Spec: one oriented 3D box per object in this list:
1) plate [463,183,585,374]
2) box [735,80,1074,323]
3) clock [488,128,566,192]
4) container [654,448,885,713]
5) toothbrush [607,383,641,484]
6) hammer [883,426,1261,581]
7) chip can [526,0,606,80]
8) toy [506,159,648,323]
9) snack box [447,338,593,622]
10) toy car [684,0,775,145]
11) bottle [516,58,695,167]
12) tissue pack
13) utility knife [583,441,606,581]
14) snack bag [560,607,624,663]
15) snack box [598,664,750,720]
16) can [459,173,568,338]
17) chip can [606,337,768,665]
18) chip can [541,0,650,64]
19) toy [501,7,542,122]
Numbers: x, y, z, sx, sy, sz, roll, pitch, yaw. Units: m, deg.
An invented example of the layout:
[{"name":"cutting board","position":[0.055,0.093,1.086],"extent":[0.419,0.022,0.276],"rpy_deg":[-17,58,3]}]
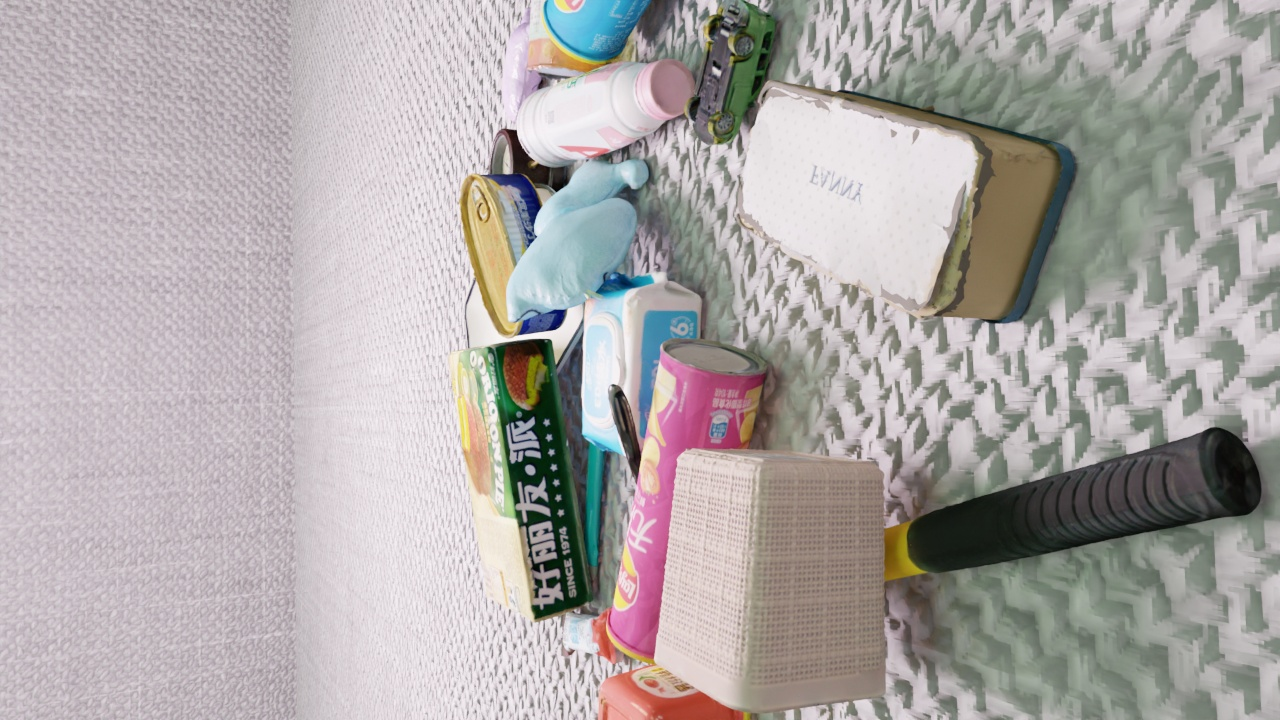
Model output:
[{"name":"plate","position":[-0.104,-0.050,0.871],"extent":[0.162,0.034,0.267],"rpy_deg":[62,142,25]},{"name":"box","position":[0.121,-0.082,0.451],"extent":[0.184,0.061,0.090],"rpy_deg":[43,128,51]},{"name":"clock","position":[-0.114,-0.175,0.887],"extent":[0.122,0.055,0.082],"rpy_deg":[-50,48,53]},{"name":"container","position":[0.065,0.102,0.457],"extent":[0.090,0.090,0.111],"rpy_deg":[-1,85,62]},{"name":"toothbrush","position":[-0.002,0.084,0.638],"extent":[0.016,0.018,0.181],"rpy_deg":[17,138,30]},{"name":"hammer","position":[0.140,0.089,0.443],"extent":[0.302,0.032,0.128],"rpy_deg":[-38,58,56]},{"name":"chip can","position":[-0.054,-0.345,0.758],"extent":[0.071,0.071,0.215],"rpy_deg":[22,109,60]},{"name":"toy","position":[-0.047,-0.093,0.702],"extent":[0.161,0.050,0.156],"rpy_deg":[-41,34,-2]},{"name":"snack box","position":[-0.111,0.102,0.826],"extent":[0.115,0.063,0.240],"rpy_deg":[-6,93,60]},{"name":"toy car","position":[0.057,-0.183,0.589],"extent":[0.043,0.036,0.091],"rpy_deg":[52,133,47]},{"name":"bottle","position":[-0.030,-0.196,0.722],"extent":[0.197,0.068,0.068],"rpy_deg":[8,97,58]},{"name":"tissue pack","position":[-0.004,0.004,0.675],"extent":[0.090,0.063,0.140],"rpy_deg":[12,101,62]},{"name":"utility knife","position":[-0.037,0.085,0.789],"extent":[0.029,0.013,0.216],"rpy_deg":[27,116,61]},{"name":"snack bag","position":[-0.044,0.235,0.790],"extent":[0.104,0.026,0.048],"rpy_deg":[-29,59,59]},{"name":"snack box","position":[0.020,0.248,0.616],"extent":[0.091,0.080,0.082],"rpy_deg":[4,94,61]},{"name":"can","position":[-0.110,-0.092,0.792],"extent":[0.075,0.049,0.148],"rpy_deg":[-34,71,52]},{"name":"chip can","position":[0.028,0.094,0.607],"extent":[0.071,0.071,0.211],"rpy_deg":[39,123,55]},{"name":"chip can","position":[-0.002,-0.299,0.632],"extent":[0.211,0.071,0.071],"rpy_deg":[-41,55,57]},{"name":"toy","position":[-0.116,-0.289,0.908],"extent":[0.083,0.039,0.108],"rpy_deg":[-105,24,-53]}]
